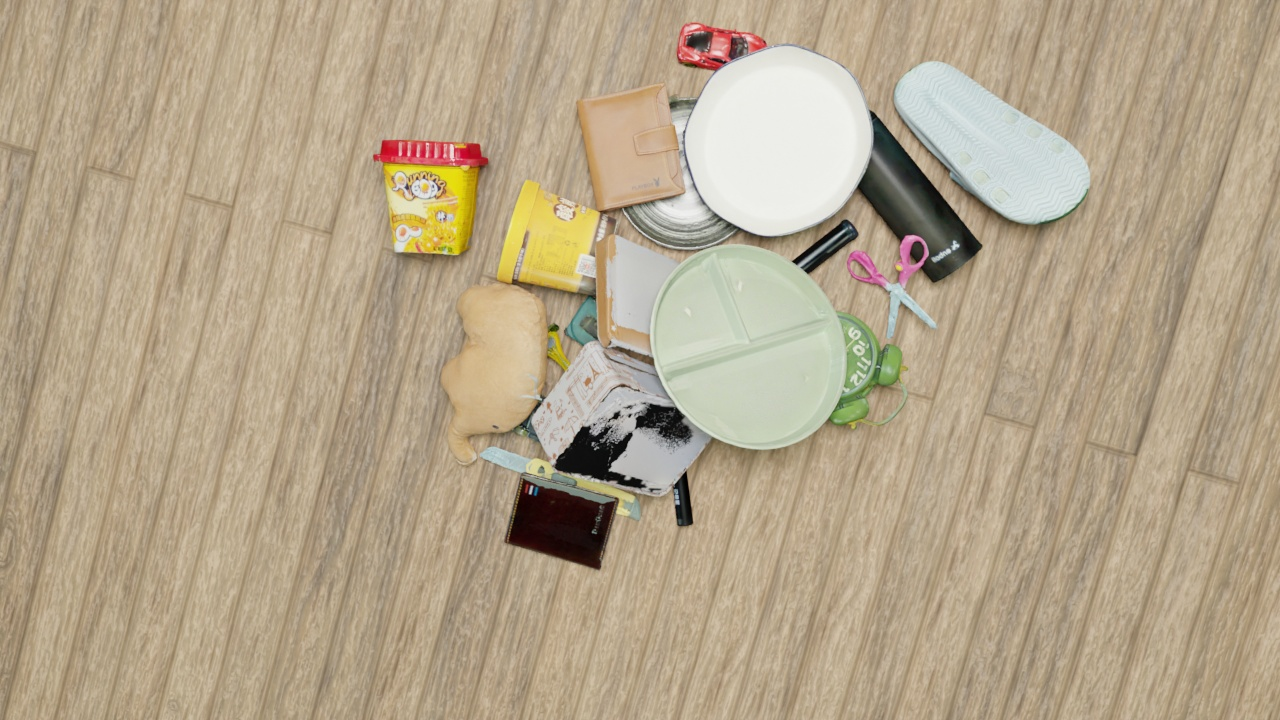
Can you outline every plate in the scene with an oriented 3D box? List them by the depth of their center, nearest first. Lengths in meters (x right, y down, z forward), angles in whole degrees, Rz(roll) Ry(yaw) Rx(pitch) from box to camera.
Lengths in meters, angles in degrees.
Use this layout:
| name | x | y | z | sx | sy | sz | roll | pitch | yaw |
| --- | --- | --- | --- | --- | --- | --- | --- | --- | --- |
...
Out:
| name | x | y | z | sx | sy | sz | roll | pitch | yaw |
| --- | --- | --- | --- | --- | --- | --- | --- | --- | --- |
| plate | 0.115 | -0.015 | 0.986 | 0.230 | 0.028 | 0.230 | 5 | 73 | -17 |
| plate | 0.153 | -0.243 | 1.022 | 0.205 | 0.045 | 0.205 | 2 | 99 | 15 |
| plate | 0.058 | -0.219 | 1.082 | 0.179 | 0.024 | 0.179 | 0 | 93 | 3 |

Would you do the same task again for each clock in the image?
| name | x | y | z | sx | sy | sz | roll | pitch | yaw |
| --- | --- | --- | --- | --- | --- | --- | --- | --- | --- |
| clock | 0.232 | 0.008 | 1.054 | 0.161 | 0.056 | 0.116 | 41 | 93 | 13 |

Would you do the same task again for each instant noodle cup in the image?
| name | x | y | z | sx | sy | sz | roll | pitch | yaw |
| --- | --- | --- | --- | --- | --- | --- | --- | --- | --- |
| instant noodle cup | -0.093 | -0.133 | 1.048 | 0.114 | 0.118 | 0.118 | 17 | 93 | -6 |
| instant noodle cup | -0.239 | -0.188 | 1.054 | 0.116 | 0.116 | 0.124 | 3 | 104 | 1 |

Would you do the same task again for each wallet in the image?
| name | x | y | z | sx | sy | sz | roll | pitch | yaw |
| --- | --- | --- | --- | --- | --- | --- | --- | --- | --- |
| wallet | -0.004 | -0.247 | 1.057 | 0.119 | 0.035 | 0.130 | -11 | 92 | 10 |
| wallet | -0.095 | 0.192 | 1.102 | 0.122 | 0.020 | 0.096 | 16 | 104 | -1 |

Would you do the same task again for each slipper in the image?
| name | x | y | z | sx | sy | sz | roll | pitch | yaw |
| --- | --- | --- | --- | --- | --- | --- | --- | --- | --- |
| slipper | 0.391 | -0.243 | 1.048 | 0.104 | 0.074 | 0.245 | -46 | 75 | 4 |

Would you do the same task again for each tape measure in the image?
| name | x | y | z | sx | sy | sz | roll | pitch | yaw |
| --- | --- | --- | --- | --- | --- | --- | --- | --- | --- |
| tape measure | -0.056 | -0.043 | 1.091 | 0.054 | 0.025 | 0.058 | 34 | 92 | 0 |

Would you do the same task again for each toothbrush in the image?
| name | x | y | z | sx | sy | sz | roll | pitch | yaw |
| --- | --- | --- | --- | --- | --- | --- | --- | --- | --- |
| toothbrush | 0.164 | -0.093 | 1.083 | 0.213 | 0.026 | 0.027 | -37 | 104 | 4 |

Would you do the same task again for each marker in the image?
| name | x | y | z | sx | sy | sz | roll | pitch | yaw |
| --- | --- | --- | --- | --- | --- | --- | --- | --- | --- |
| marker | 0.047 | 0.133 | 1.100 | 0.022 | 0.020 | 0.132 | -7 | 92 | -14 |

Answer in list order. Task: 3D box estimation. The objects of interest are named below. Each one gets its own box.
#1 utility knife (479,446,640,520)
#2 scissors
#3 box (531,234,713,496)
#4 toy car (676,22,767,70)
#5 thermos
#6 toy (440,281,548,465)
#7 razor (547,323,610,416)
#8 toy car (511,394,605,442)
| name | x | y | z | sx | sy | sz | roll | pitch | yaw |
| --- | --- | --- | --- | --- | --- | --- | --- | --- | --- |
| utility knife | -0.094 | 0.145 | 1.110 | 0.208 | 0.021 | 0.031 | 21 | 88 | 5 |
| scissors | 0.291 | -0.087 | 1.064 | 0.131 | 0.017 | 0.133 | 21 | 124 | 30 |
| box | 0.003 | 0.011 | 1.010 | 0.179 | 0.133 | 0.271 | 19 | 88 | -40 |
| toy car | 0.096 | -0.363 | 1.070 | 0.106 | 0.031 | 0.049 | 11 | 94 | -1 |
| thermos | 0.282 | -0.199 | 1.061 | 0.090 | 0.068 | 0.242 | -40 | 89 | 33 |
| toy | -0.173 | 0.021 | 1.068 | 0.143 | 0.082 | 0.226 | 17 | 95 | 37 |
| razor | -0.077 | 0.018 | 1.096 | 0.043 | 0.028 | 0.132 | -40 | 93 | -1 |
| toy car | -0.098 | 0.078 | 1.094 | 0.121 | 0.036 | 0.054 | 22 | 93 | 9 |
